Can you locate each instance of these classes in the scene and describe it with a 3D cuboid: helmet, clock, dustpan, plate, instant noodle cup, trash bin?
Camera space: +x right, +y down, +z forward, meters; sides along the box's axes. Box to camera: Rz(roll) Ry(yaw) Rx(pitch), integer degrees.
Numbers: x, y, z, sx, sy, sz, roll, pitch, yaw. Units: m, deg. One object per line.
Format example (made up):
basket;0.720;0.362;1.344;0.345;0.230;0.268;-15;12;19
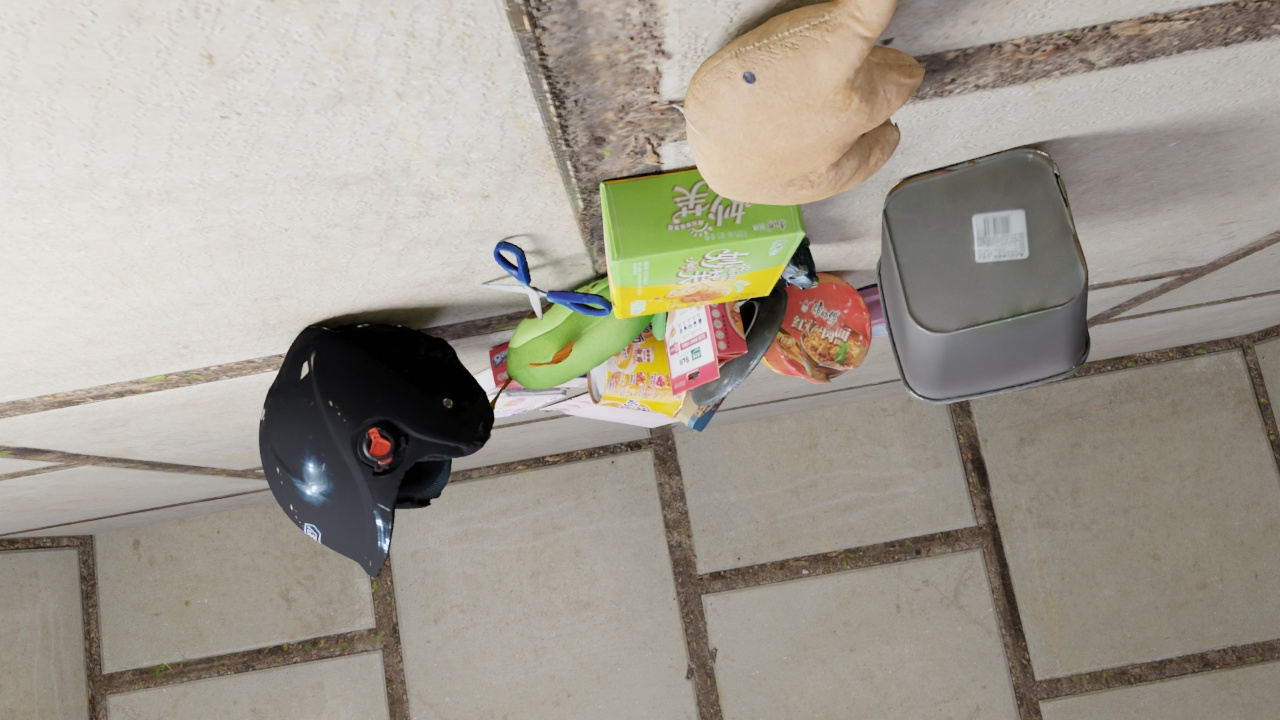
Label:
helmet;-0.299;0.088;1.004;0.230;0.274;0.234;21;151;-14
clock;0.336;-0.067;1.329;0.159;0.059;0.117;-16;168;41
dustpan;-0.001;0.022;1.474;0.273;0.138;0.223;14;162;-31
plate;0.113;-0.022;1.125;0.024;0.179;0.180;35;153;-16
instant noodle cup;-0.214;0.048;1.447;0.137;0.060;0.174;-2;169;-38
trash bin;0.334;-0.082;0.897;0.199;0.198;0.219;-14;163;15
instant noodle cup;-0.007;0.007;1.231;0.109;0.138;0.138;2;167;-18
instant noodle cup;0.213;-0.039;1.190;0.137;0.138;0.109;-7;179;-16

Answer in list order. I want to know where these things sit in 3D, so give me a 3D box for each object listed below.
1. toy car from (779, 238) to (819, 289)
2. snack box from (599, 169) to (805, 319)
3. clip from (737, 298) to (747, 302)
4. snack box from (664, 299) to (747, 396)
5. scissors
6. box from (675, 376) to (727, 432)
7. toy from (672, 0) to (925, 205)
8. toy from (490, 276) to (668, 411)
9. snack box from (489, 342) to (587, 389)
toy car;0.158;-0.105;0.949;0.037;0.054;0.120;-17;170;22
snack box;0.047;-0.101;0.815;0.157;0.070;0.210;-9;171;-2
clip;0.126;-0.084;1.136;0.013;0.038;0.055;-9;177;12
snack box;0.072;-0.032;1.070;0.044;0.127;0.113;-4;170;-27
scissors;-0.099;-0.069;0.881;0.176;0.012;0.162;15;162;28
box;0.110;0.015;1.336;0.184;0.059;0.089;-55;164;4
toy;0.092;-0.156;0.543;0.143;0.082;0.226;-15;167;4
toy;-0.074;-0.027;1.006;0.247;0.090;0.226;-30;-166;26
snack box;-0.121;0.008;1.316;0.058;0.057;0.207;-20;166;37
